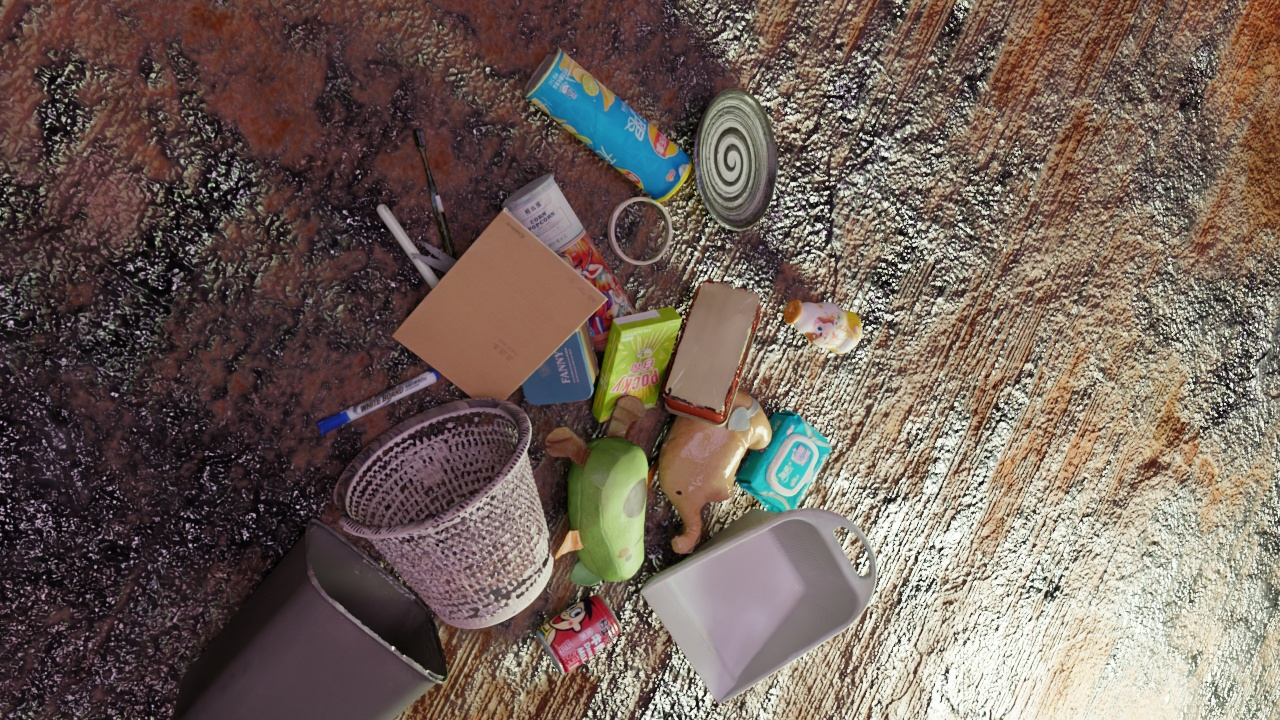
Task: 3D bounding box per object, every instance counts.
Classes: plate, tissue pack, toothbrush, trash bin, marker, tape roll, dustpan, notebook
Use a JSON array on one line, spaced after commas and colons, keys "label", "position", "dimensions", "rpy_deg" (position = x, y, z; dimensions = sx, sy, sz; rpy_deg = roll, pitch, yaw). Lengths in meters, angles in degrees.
[{"label": "plate", "position": [0.117, -0.255, 1.174], "dimensions": [0.179, 0.024, 0.179], "rpy_deg": [-7, 99, -49]}, {"label": "tissue pack", "position": [0.198, 0.144, 1.274], "dimensions": [0.093, 0.050, 0.133], "rpy_deg": [35, 83, -26]}, {"label": "toothbrush", "position": [-0.243, -0.101, 1.060], "dimensions": [0.020, 0.029, 0.189], "rpy_deg": [-26, 111, 24]}, {"label": "trash bin", "position": [-0.198, 0.182, 1.028], "dimensions": [0.227, 0.227, 0.192], "rpy_deg": [-30, 121, -18]}, {"label": "toothbrush", "position": [-0.231, -0.174, 1.055], "dimensions": [0.012, 0.017, 0.186], "rpy_deg": [-19, 105, -24]}, {"label": "marker", "position": [-0.300, 0.047, 1.056], "dimensions": [0.145, 0.017, 0.017], "rpy_deg": [-26, 107, -19]}, {"label": "tape roll", "position": [0.000, -0.164, 1.162], "dimensions": [0.085, 0.014, 0.086], "rpy_deg": [-3, 98, -23]}, {"label": "dustpan", "position": [0.177, 0.310, 1.214], "dimensions": [0.257, 0.143, 0.223], "rpy_deg": [-40, 110, -23]}, {"label": "notebook", "position": [-0.160, -0.050, 1.034], "dimensions": [0.149, 0.012, 0.212], "rpy_deg": [40, 115, -15]}, {"label": "trash bin", "position": [-0.355, 0.330, 0.983], "dimensions": [0.219, 0.199, 0.198], "rpy_deg": [-46, 112, -5]}]

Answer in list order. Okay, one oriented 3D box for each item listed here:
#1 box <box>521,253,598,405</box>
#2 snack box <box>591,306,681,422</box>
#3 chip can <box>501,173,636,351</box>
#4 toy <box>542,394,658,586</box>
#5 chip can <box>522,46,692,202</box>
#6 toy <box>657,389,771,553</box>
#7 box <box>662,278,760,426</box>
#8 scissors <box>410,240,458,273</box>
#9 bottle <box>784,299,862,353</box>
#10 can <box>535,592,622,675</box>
[{"label": "box", "position": [-0.107, -0.030, 1.076], "dimensions": [0.090, 0.061, 0.184], "rpy_deg": [-9, 114, 13]}, {"label": "snack box", "position": [-0.007, 0.007, 1.125], "dimensions": [0.085, 0.026, 0.157], "rpy_deg": [-13, 139, -29]}, {"label": "chip can", "position": [-0.079, -0.114, 1.103], "dimensions": [0.071, 0.071, 0.215], "rpy_deg": [-38, 111, -15]}, {"label": "toy", "position": [-0.039, 0.172, 1.137], "dimensions": [0.226, 0.090, 0.247], "rpy_deg": [-32, 125, -43]}, {"label": "chip can", "position": [-0.037, -0.278, 1.097], "dimensions": [0.210, 0.071, 0.071], "rpy_deg": [34, 83, -24]}, {"label": "toy", "position": [0.081, 0.138, 1.204], "dimensions": [0.143, 0.082, 0.226], "rpy_deg": [35, 85, -22]}, {"label": "box", "position": [0.092, -0.012, 1.151], "dimensions": [0.091, 0.080, 0.168], "rpy_deg": [16, 73, 11]}, {"label": "scissors", "position": [-0.182, -0.098, 1.081], "dimensions": [0.146, 0.014, 0.172], "rpy_deg": [-30, 114, -19]}, {"label": "bottle", "position": [0.250, -0.051, 1.263], "dimensions": [0.108, 0.063, 0.063], "rpy_deg": [19, 89, -25]}, {"label": "can", "position": [-0.078, 0.347, 1.170], "dimensions": [0.093, 0.066, 0.066], "rpy_deg": [-30, 108, -17]}]
